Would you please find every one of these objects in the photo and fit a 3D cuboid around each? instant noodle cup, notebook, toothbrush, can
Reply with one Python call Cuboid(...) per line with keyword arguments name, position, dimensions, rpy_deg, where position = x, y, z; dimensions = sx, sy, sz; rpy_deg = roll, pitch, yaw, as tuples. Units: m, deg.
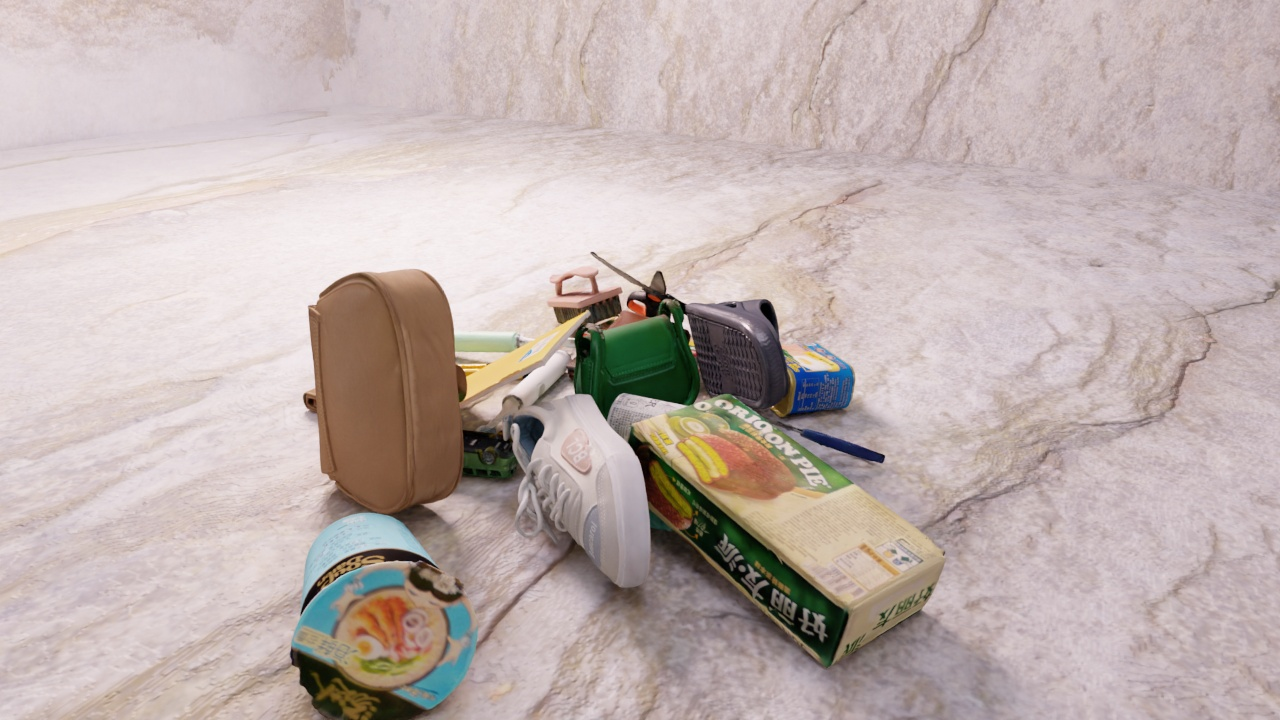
Cuboid(name="instant noodle cup", position=(-0.173, 0.157, 0.602), dimensions=(0.111, 0.111, 0.120), rpy_deg=(-7, 16, -21))
Cuboid(name="notebook", position=(-0.153, 0.018, 0.907), dimensions=(0.207, 0.010, 0.145), rpy_deg=(-27, 12, 23))
Cuboid(name="toothbrush", position=(-0.176, -0.023, 1.098), dimensions=(0.225, 0.026, 0.027), rpy_deg=(1, 10, 17))
Cuboid(name="can", position=(0.177, 0.019, 1.021), dimensions=(0.083, 0.057, 0.102), rpy_deg=(-4, 23, -20))
Cuboid(name="can", position=(0.043, 0.072, 0.875), dimensions=(0.147, 0.058, 0.058), rpy_deg=(10, 24, 21))
Cuboid(name="toothbrush", position=(-0.126, 0.038, 0.988), dimensions=(0.026, 0.027, 0.220), rpy_deg=(0, 20, 19))

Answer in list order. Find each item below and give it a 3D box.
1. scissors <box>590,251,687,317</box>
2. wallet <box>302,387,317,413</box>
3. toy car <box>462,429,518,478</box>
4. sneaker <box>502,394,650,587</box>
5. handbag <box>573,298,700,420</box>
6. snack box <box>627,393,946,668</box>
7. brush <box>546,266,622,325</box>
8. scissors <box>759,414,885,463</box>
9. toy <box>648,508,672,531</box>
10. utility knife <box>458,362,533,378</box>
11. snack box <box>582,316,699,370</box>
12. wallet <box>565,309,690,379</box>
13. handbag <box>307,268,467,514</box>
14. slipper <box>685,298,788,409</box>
Cuboid(name="scissors", position=(0.030, -0.079, 1.159), dimensions=(0.234, 0.021, 0.221), rpy_deg=(28, -10, -14))
Cuboid(name="wallet", position=(-0.289, 0.031, 0.987), dimensions=(0.090, 0.033, 0.115), rpy_deg=(13, 26, 32))
Cuboid(name="toy car", position=(-0.156, 0.085, 0.854), dimensions=(0.091, 0.036, 0.043), rpy_deg=(10, 24, 9))
Cuboid(name="sneaker", position=(-0.060, 0.098, 0.754), dimensions=(0.090, 0.090, 0.242), rpy_deg=(-3, 25, -17))
Cuboid(name="handbag", position=(-0.006, 0.006, 0.952), dimensions=(0.131, 0.120, 0.068), rpy_deg=(-18, 27, -24))
Cuboid(name="snack box", position=(0.101, 0.118, 0.711), dimensions=(0.114, 0.063, 0.240), rpy_deg=(-16, 37, -37))
Cuboid(name="brush", position=(-0.080, -0.085, 1.194), dimensions=(0.063, 0.073, 0.146), rpy_deg=(-23, 14, -23))
Cuboid(name="scissors", position=(0.152, 0.068, 0.883), dimensions=(0.171, 0.012, 0.140), rpy_deg=(18, -3, 35))
Cuboid(name="toy", position=(0.029, 0.121, 0.796), dimensions=(0.091, 0.030, 0.096), rpy_deg=(-8, 17, -35))
Cuboid(name="utility knife", position=(-0.197, 0.012, 1.061), dimensions=(0.153, 0.015, 0.033), rpy_deg=(-1, 20, -7))
Cuboid(name="snack box", position=(0.011, -0.018, 1.135), dimensions=(0.156, 0.027, 0.076), rpy_deg=(16, 28, 32))
Cuboid(name="wallet", position=(-0.015, -0.011, 1.068), dimensions=(0.101, 0.032, 0.124), rpy_deg=(15, 44, 34))
Cuboid(name="handbag", position=(-0.217, 0.024, 0.793), dimensions=(0.148, 0.204, 0.099), rpy_deg=(2, 7, 37))
Cuboid(name="slipper", position=(0.116, -0.010, 0.957), dimensions=(0.083, 0.111, 0.268), rpy_deg=(-14, 9, -10))
